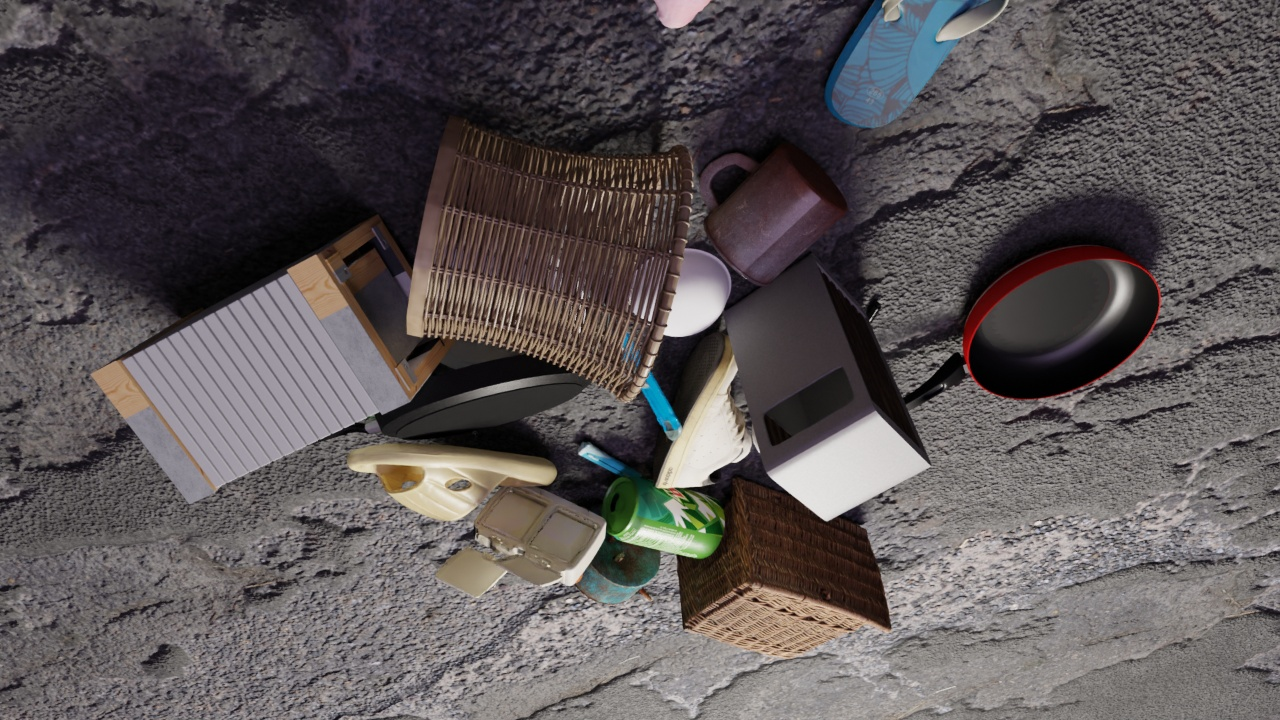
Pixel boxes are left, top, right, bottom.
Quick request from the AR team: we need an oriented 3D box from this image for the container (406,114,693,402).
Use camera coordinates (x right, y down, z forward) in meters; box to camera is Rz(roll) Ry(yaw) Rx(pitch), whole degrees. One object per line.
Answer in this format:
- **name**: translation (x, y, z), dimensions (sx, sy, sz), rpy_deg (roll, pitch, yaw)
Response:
- **container**: translation (-0.082, -0.094, 0.788), dimensions (0.196, 0.226, 0.227), rpy_deg (12, 131, -10)

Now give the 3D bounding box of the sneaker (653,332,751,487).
- **sneaker**: translation (0.086, 0.072, 1.053), dimensions (0.102, 0.088, 0.242), rpy_deg (12, 136, -8)

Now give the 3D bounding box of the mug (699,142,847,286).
- **mug**: translation (0.115, -0.148, 0.858), dimensions (0.123, 0.096, 0.110), rpy_deg (45, 113, -4)

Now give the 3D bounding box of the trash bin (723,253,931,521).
- **trash bin**: translation (0.180, 0.023, 0.923), dimensions (0.115, 0.228, 0.114), rpy_deg (-34, 130, 22)

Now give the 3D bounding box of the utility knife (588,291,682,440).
- **utility knife**: translation (-0.006, 0.006, 0.974), dimensions (0.031, 0.015, 0.196), rpy_deg (-16, 110, 45)

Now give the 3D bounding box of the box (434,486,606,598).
- **box**: translation (-0.135, 0.216, 1.078), dimensions (0.145, 0.185, 0.066), rpy_deg (20, 113, 14)

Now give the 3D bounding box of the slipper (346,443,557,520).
- **slipper**: translation (-0.200, 0.140, 1.031), dimensions (0.112, 0.079, 0.261), rpy_deg (-15, 162, 40)

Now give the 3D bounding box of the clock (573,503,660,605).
- **clock**: translation (-0.050, 0.242, 1.181), dimensions (0.157, 0.121, 0.074), rpy_deg (22, 132, -19)

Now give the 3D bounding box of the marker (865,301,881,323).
- **marker**: translation (0.238, -0.010, 1.052), dimensions (0.011, 0.011, 0.152), rpy_deg (9, 132, -17)

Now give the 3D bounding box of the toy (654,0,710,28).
- **toy**: translation (0.040, -0.310, 0.704), dimensions (0.103, 0.050, 0.093), rpy_deg (-30, 134, 24)

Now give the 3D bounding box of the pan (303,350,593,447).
- **pan**: translation (-0.219, 0.057, 0.946), dimensions (0.356, 0.034, 0.225), rpy_deg (-17, 170, 5)

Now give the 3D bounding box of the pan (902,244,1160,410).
- **pan**: translation (0.397, -0.010, 1.036), dimensions (0.357, 0.067, 0.209), rpy_deg (-23, 133, 14)

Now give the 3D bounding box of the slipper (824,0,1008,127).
- **slipper**: translation (0.249, -0.306, 0.734), dimensions (0.118, 0.060, 0.296), rpy_deg (9, 132, -21)

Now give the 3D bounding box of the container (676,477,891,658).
- **container**: translation (0.179, 0.301, 1.247), dimensions (0.249, 0.162, 0.184), rpy_deg (24, 130, -27)

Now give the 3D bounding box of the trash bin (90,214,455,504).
- **trash bin**: translation (-0.328, -0.004, 0.849), dimensions (0.247, 0.142, 0.142), rpy_deg (-24, 108, 14)

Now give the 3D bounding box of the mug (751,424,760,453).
- **mug**: translation (0.179, 0.061, 1.064), dimensions (0.068, 0.094, 0.115), rpy_deg (13, 93, -18)

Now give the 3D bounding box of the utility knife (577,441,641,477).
- **utility knife**: translation (-0.033, 0.129, 1.145), dimensions (0.022, 0.015, 0.117), rpy_deg (-32, 133, 29)

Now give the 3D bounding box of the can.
- **can**: translation (0.030, 0.199, 1.164), dimensions (0.144, 0.083, 0.083), rpy_deg (20, 128, -32)

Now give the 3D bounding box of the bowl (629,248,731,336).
- **bowl**: translation (0.043, -0.060, 0.953), dimensions (0.110, 0.040, 0.110), rpy_deg (-4, 134, -4)

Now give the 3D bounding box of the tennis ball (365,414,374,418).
- **tennis ball**: translation (-0.294, 0.029, 0.973), dimensions (0.065, 0.065, 0.065), rpy_deg (-4, 134, -5)

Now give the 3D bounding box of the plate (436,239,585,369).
- **plate**: translation (-0.151, -0.045, 0.956), dimensions (0.188, 0.016, 0.189), rpy_deg (-4, 134, -4)
